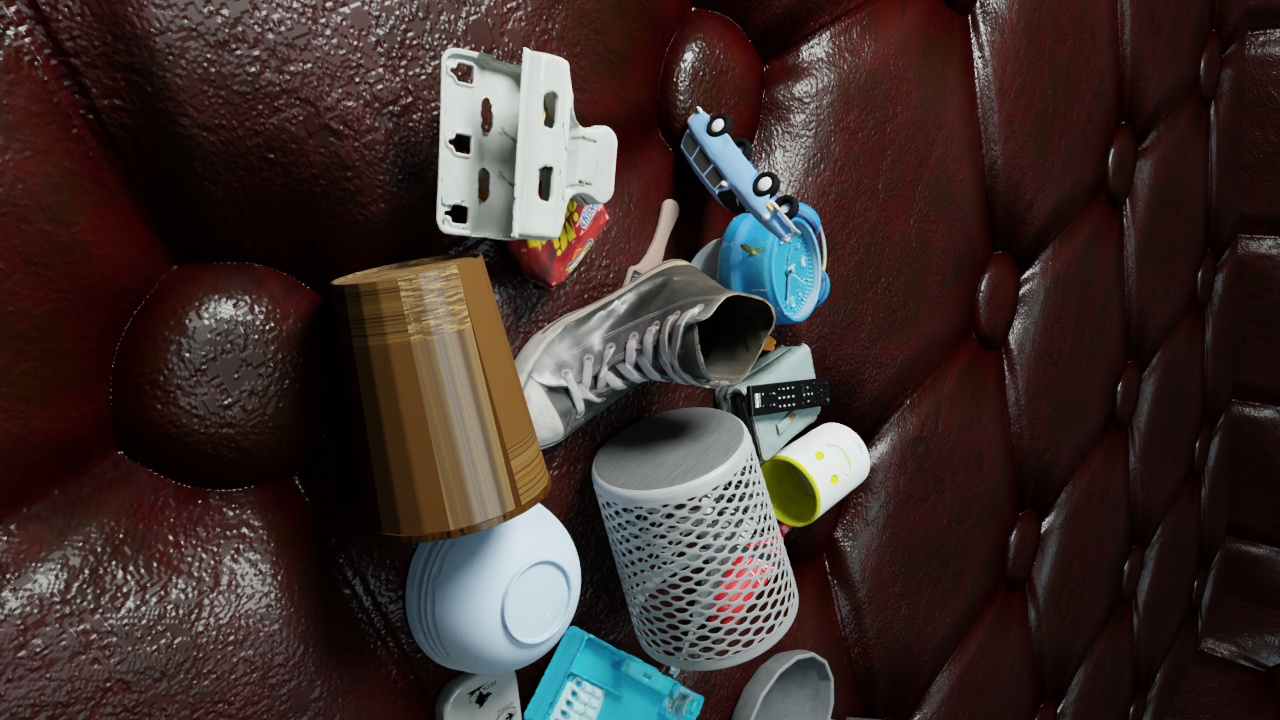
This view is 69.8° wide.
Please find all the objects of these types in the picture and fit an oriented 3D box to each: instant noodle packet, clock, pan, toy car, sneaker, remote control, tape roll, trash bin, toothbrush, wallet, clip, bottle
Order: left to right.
[{"bbox_3d":[-0.131,0.330,0.779,0.074,0.019,0.151,-20,113,-41],"label":"remote control"},{"bbox_3d":[-0.080,-0.129,0.712,0.098,0.040,0.135,-56,132,-30],"label":"instant noodle packet"},{"bbox_3d":[-0.065,-0.144,0.640,0.151,0.105,0.126,1,97,-34],"label":"clip"},{"bbox_3d":[-0.005,0.004,0.753,0.234,0.120,0.095,-31,120,-22],"label":"sneaker"},{"bbox_3d":[0.047,0.154,0.825,0.156,0.157,0.183,-35,119,-35],"label":"trash bin"},{"bbox_3d":[0.067,0.243,0.948,0.024,0.022,0.185,18,95,-15],"label":"toothbrush"},{"bbox_3d":[0.096,0.160,0.974,0.092,0.013,0.093,-12,107,-44],"label":"tape roll"},{"bbox_3d":[0.086,-0.161,0.809,0.055,0.153,0.056,-39,146,14],"label":"toy car"},{"bbox_3d":[0.121,0.227,0.994,0.141,0.042,0.042,-46,128,-28],"label":"bottle"},{"bbox_3d":[0.139,0.047,0.969,0.131,0.054,0.100,-34,123,-41],"label":"wallet"},{"bbox_3d":[0.138,-0.094,0.904,0.161,0.060,0.117,-34,117,-45],"label":"clock"},{"bbox_3d":[0.154,0.036,0.940,0.139,0.009,0.030,-4,90,-46],"label":"remote control"},{"bbox_3d":[0.217,0.452,1.145,0.357,0.041,0.178,26,81,-45],"label":"pan"}]

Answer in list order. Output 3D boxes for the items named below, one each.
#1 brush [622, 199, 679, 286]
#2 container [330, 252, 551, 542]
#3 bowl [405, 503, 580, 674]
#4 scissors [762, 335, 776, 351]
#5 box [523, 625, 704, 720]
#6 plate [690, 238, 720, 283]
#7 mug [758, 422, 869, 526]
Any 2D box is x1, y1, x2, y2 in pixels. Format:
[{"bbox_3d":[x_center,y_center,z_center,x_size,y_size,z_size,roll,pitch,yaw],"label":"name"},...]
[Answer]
[{"bbox_3d":[0.012,-0.082,0.831,0.049,0.015,0.135,24,82,-45],"label":"brush"},{"bbox_3d":[-0.141,0.019,0.628,0.131,0.132,0.167,-22,108,-41],"label":"container"},{"bbox_3d":[-0.102,0.182,0.727,0.150,0.075,0.150,-7,100,-43],"label":"bowl"},{"bbox_3d":[0.099,-0.029,0.917,0.128,0.013,0.065,9,93,-45],"label":"scissors"},{"bbox_3d":[-0.016,0.361,0.855,0.227,0.084,0.171,45,33,-45],"label":"box"},{"bbox_3d":[0.078,-0.054,0.907,0.134,0.011,0.134,-12,108,-43],"label":"plate"},{"bbox_3d":[0.192,0.124,1.013,0.105,0.083,0.082,-25,116,-40],"label":"mug"}]
